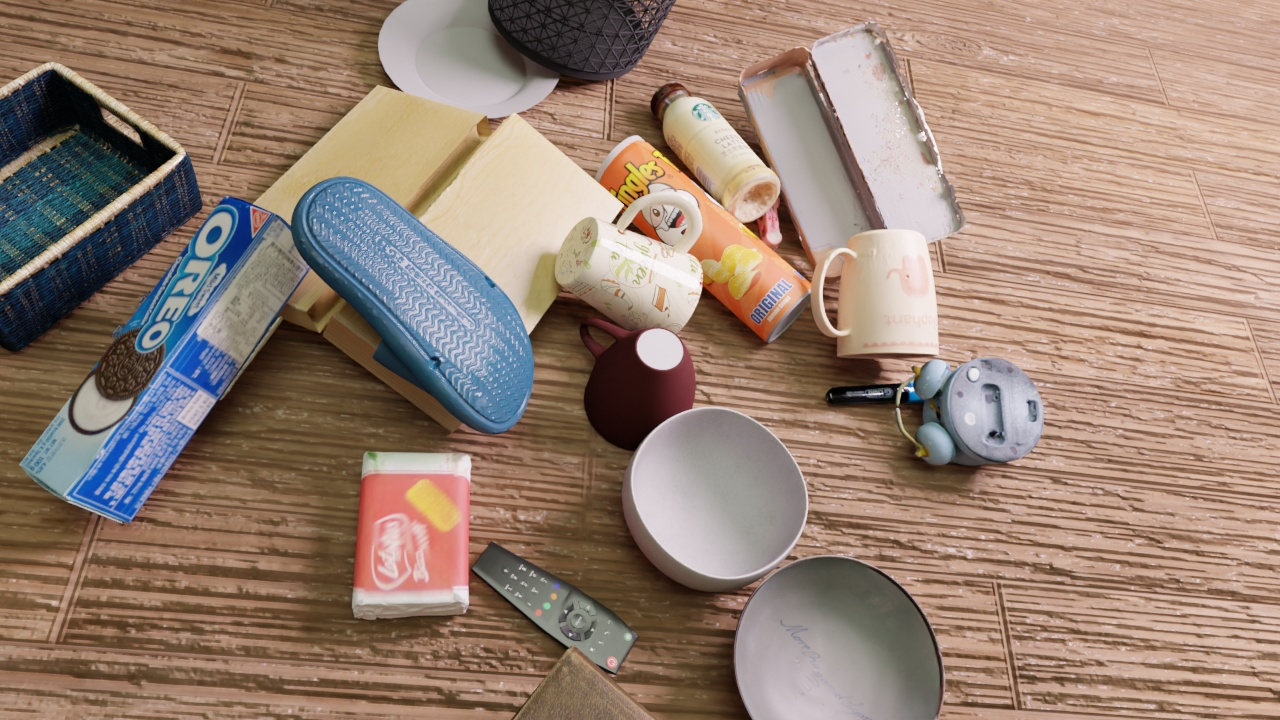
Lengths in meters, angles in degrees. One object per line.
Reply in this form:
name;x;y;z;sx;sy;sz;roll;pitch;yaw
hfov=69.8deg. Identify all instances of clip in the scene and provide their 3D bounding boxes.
clip;0.118;-0.127;0.859;0.022;0.035;0.057;4;65;-15

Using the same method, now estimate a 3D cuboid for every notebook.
notebook;0.007;0.285;0.560;0.215;0.034;0.190;38;76;10

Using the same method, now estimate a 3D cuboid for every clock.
clock;0.272;0.044;0.767;0.124;0.052;0.088;4;76;-13

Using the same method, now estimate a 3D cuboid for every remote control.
remote control;-0.062;0.173;0.648;0.125;0.010;0.039;33;59;6

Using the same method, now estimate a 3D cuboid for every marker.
marker;0.218;0.028;0.794;0.123;0.015;0.018;-2;65;-15

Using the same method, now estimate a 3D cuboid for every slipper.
slipper;-0.154;-0.038;0.645;0.214;0.059;0.103;49;49;-20

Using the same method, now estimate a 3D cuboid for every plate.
plate;-0.163;-0.292;0.886;0.172;0.019;0.172;6;60;-10

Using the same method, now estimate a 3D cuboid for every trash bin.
trash bin;-0.031;-0.406;0.832;0.216;0.244;0.216;13;51;-17

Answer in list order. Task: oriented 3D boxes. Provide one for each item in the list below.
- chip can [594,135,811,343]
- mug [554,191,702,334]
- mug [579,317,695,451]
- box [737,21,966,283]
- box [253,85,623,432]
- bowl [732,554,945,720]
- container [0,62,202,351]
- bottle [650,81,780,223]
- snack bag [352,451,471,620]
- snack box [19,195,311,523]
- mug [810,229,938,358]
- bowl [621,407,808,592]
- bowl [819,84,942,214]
chip can;0.055;-0.108;0.805;0.210;0.062;0.062;43;60;12
mug;-0.001;-0.082;0.727;0.097;0.122;0.081;25;30;-32
mug;-0.004;0.004;0.712;0.114;0.089;0.086;43;60;12
box;0.193;-0.193;0.842;0.148;0.043;0.216;-23;83;6
box;-0.180;-0.104;0.746;0.261;0.097;0.246;26;57;9
bowl;0.130;0.215;0.642;0.150;0.057;0.150;6;61;-11
container;-0.453;-0.118;0.687;0.145;0.071;0.187;34;59;7
bottle;0.064;-0.199;0.857;0.056;0.057;0.162;-19;56;-22
snack bag;-0.158;0.120;0.641;0.077;0.036;0.115;2;60;-13
snack box;-0.314;-0.004;0.624;0.059;0.059;0.226;22;72;27
mug;0.194;-0.055;0.772;0.111;0.085;0.104;3;86;-21
bowl;0.051;0.107;0.680;0.131;0.064;0.131;6;60;-10
bowl;0.231;-0.222;0.907;0.177;0.071;0.177;5;60;-10
